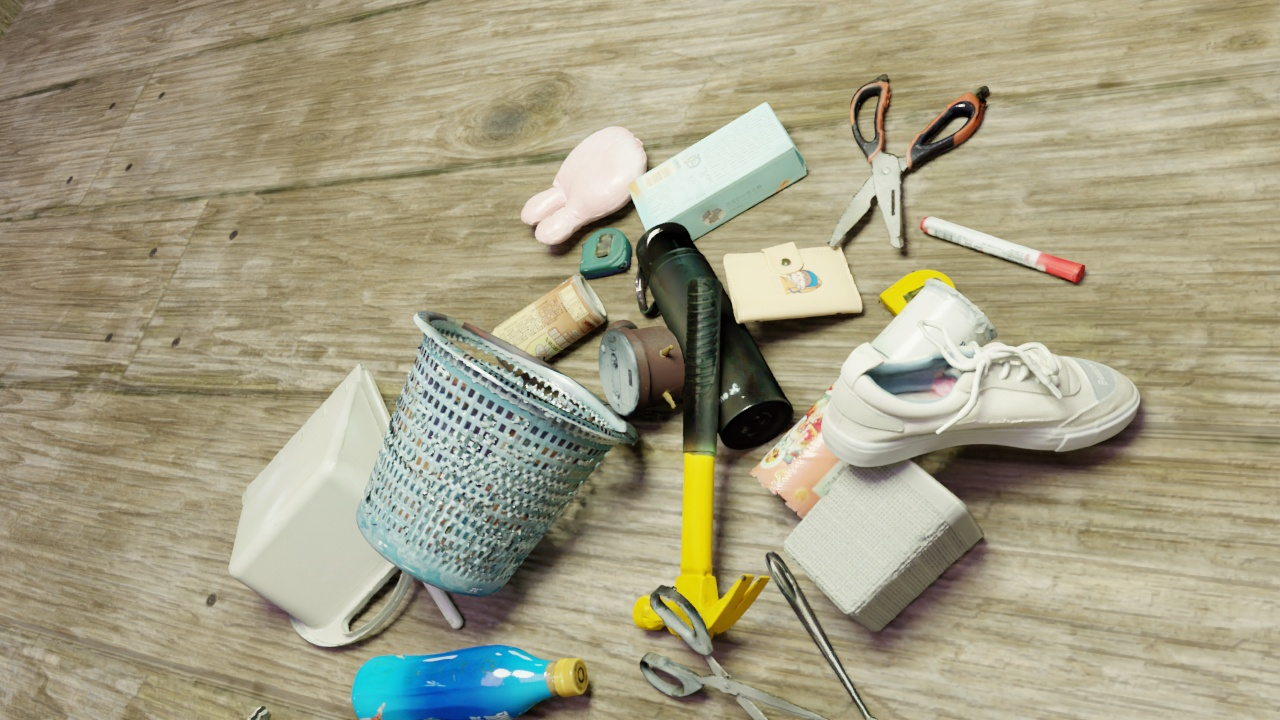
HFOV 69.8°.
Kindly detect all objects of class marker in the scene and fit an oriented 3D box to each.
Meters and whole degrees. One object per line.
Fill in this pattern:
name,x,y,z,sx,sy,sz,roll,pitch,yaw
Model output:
marker,0.310,-0.098,0.796,0.145,0.017,0.017,28,79,37

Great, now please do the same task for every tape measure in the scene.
tape measure,0.246,-0.052,0.798,0.057,0.029,0.060,-37,53,5
tape measure,-0.038,-0.117,0.990,0.058,0.025,0.054,-8,61,24

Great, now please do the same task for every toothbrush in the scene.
toothbrush,0.143,0.220,0.710,0.016,0.018,0.181,-40,50,10
toothbrush,-0.224,0.197,0.920,0.189,0.020,0.029,45,119,37

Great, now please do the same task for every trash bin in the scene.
trash bin,-0.147,0.092,0.830,0.227,0.226,0.195,34,95,37

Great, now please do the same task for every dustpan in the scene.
dustpan,-0.321,0.166,0.978,0.223,0.142,0.257,-46,23,9

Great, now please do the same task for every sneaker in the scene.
sneaker,0.251,0.013,0.661,0.242,0.091,0.089,-5,38,-11

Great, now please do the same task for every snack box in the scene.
snack box,0.077,-0.187,0.950,0.175,0.051,0.074,-29,55,13

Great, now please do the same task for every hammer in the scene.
hammer,0.050,0.077,0.763,0.129,0.032,0.300,-12,70,47

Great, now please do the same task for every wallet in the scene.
wallet,0.137,-0.074,0.844,0.115,0.024,0.087,-6,52,-5

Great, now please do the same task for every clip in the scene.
clip,-0.389,0.369,0.908,0.043,0.027,0.058,26,69,22

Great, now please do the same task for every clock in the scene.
clock,-0.005,0.005,0.864,0.122,0.055,0.082,21,119,61

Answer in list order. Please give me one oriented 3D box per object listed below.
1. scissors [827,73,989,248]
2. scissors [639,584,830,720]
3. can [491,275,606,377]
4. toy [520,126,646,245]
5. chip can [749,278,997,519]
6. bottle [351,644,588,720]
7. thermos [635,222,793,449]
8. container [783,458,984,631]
scissors,0.243,-0.199,0.882,0.227,0.015,0.189,-37,51,0
scissors,0.063,0.243,0.702,0.181,0.159,0.014,-16,12,44
can,-0.097,-0.036,0.955,0.116,0.058,0.058,-32,53,9
toy,-0.062,-0.195,1.029,0.159,0.054,0.121,-39,45,3
chip can,0.187,0.036,0.744,0.215,0.071,0.071,-48,52,3
bottle,-0.149,0.284,0.800,0.219,0.065,0.065,-13,58,23
thermos,0.057,-0.023,0.869,0.090,0.068,0.242,-56,42,33
container,0.180,0.134,0.693,0.114,0.090,0.090,-47,51,1
